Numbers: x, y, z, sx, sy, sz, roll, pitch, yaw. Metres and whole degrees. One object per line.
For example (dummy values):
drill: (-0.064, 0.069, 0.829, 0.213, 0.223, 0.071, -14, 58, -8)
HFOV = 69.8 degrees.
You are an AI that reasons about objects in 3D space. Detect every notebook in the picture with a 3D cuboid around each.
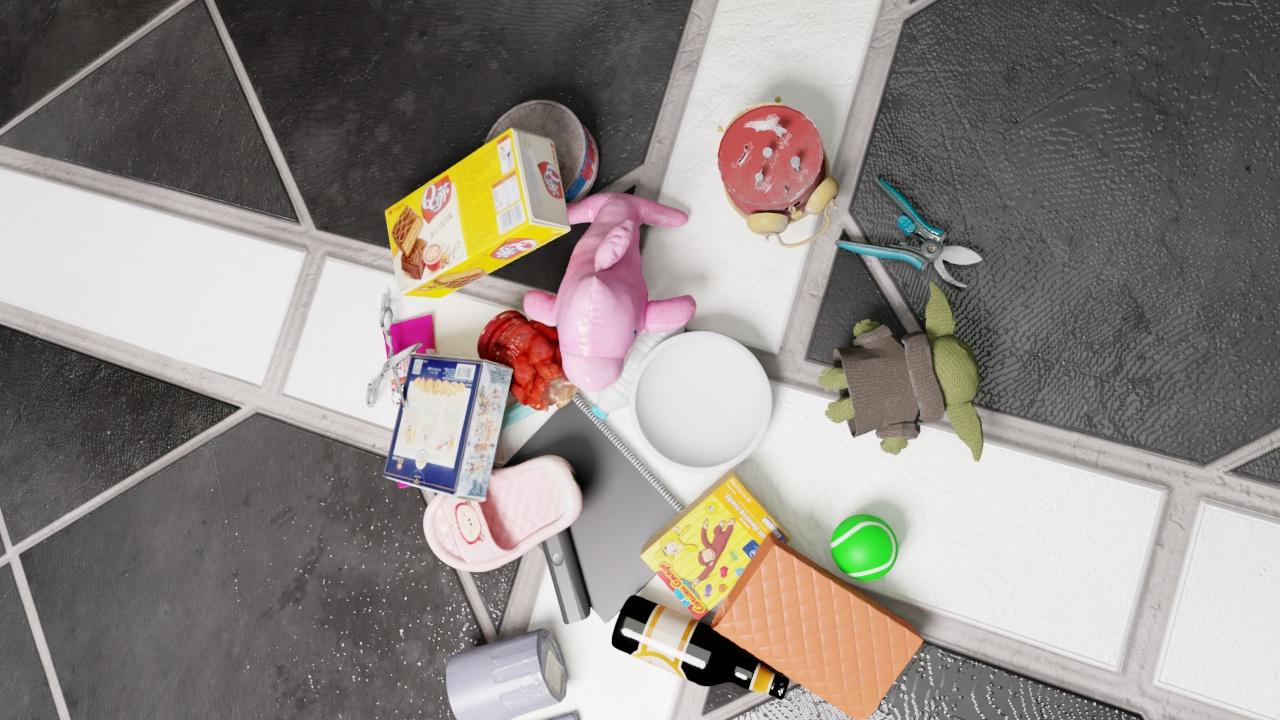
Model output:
notebook: (-0.054, 0.160, 1.012, 0.149, 0.016, 0.206, -46, 74, 6)

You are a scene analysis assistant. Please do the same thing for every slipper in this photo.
slipper: (-0.153, 0.168, 0.996, 0.222, 0.055, 0.106, -24, 80, 30)

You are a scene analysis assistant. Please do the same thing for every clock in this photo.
clock: (0.146, -0.196, 0.974, 0.117, 0.081, 0.158, -25, 77, 10)

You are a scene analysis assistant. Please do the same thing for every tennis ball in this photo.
tennis ball: (0.222, 0.185, 0.911, 0.065, 0.065, 0.065, -2, 82, 14)

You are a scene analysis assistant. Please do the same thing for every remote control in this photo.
remote control: (-0.089, 0.212, 0.999, 0.033, 0.015, 0.146, -20, 79, 13)

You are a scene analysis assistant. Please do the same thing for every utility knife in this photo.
utility knife: (-0.186, 0.082, 1.057, 0.166, 0.015, 0.022, -27, 70, 12)

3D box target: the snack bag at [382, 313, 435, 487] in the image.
snack bag: (-0.265, 0.047, 1.078, 0.070, 0.016, 0.196, -13, 78, 18)

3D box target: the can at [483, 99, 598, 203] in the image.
can: (-0.116, -0.231, 1.061, 0.130, 0.044, 0.130, -4, 79, 18)

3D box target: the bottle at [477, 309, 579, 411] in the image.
bottle: (-0.114, -0.004, 1.015, 0.111, 0.099, 0.099, 36, 92, 30)

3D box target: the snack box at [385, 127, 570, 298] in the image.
snack box: (-0.186, -0.157, 1.018, 0.231, 0.061, 0.110, -21, 76, 38)

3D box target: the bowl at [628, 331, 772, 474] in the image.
bowl: (0.064, 0.044, 0.979, 0.149, 0.043, 0.149, 0, 89, 6)

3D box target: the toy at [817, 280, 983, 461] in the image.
toy: (0.259, 0.021, 0.918, 0.153, 0.078, 0.179, -12, 80, 5)

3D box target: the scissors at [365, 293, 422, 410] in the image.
scissors: (-0.290, -0.007, 1.063, 0.142, 0.014, 0.175, -48, 47, 33)

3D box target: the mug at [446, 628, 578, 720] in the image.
mug: (-0.133, 0.356, 0.979, 0.104, 0.083, 0.124, -20, 102, 9)

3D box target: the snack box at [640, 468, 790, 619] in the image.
snack box: (0.077, 0.189, 0.949, 0.126, 0.040, 0.088, -42, 91, 6)

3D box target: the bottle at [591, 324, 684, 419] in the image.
bottle: (-0.006, 0.006, 1.006, 0.044, 0.044, 0.136, 38, 93, 16)

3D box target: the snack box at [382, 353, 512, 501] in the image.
snack box: (-0.211, 0.069, 0.997, 0.145, 0.042, 0.145, 5, 82, 44)

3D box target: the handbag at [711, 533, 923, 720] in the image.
handbag: (0.170, 0.265, 0.906, 0.172, 0.060, 0.109, 33, 93, -1)

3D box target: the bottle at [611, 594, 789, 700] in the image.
bottle: (0.063, 0.301, 0.939, 0.182, 0.059, 0.059, 19, 87, 16)

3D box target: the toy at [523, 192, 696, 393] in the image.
toy: (-0.033, -0.094, 0.951, 0.187, 0.128, 0.264, 4, 53, 4)

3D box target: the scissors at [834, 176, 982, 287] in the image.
scissors: (0.274, -0.127, 0.965, 0.124, 0.019, 0.155, -26, 76, 10)
